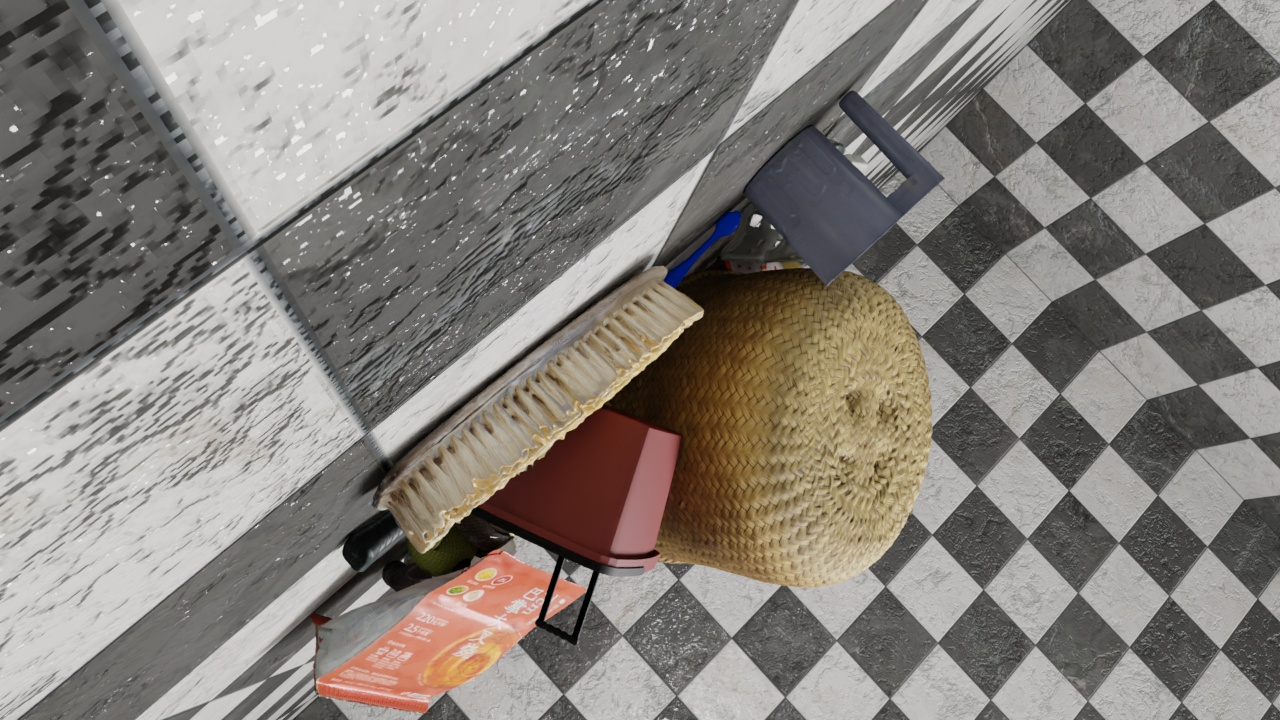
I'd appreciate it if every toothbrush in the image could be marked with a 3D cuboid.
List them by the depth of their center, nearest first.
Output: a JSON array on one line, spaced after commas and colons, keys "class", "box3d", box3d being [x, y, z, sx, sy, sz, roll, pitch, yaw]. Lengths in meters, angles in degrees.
[{"class": "toothbrush", "box3d": [0.022, -0.065, 0.804, 0.183, 0.016, 0.018, -44, -179, 18]}]

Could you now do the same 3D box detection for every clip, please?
[{"class": "clip", "box3d": [0.161, -0.134, 0.872, 0.153, 0.096, 0.125, -41, 166, 28]}]

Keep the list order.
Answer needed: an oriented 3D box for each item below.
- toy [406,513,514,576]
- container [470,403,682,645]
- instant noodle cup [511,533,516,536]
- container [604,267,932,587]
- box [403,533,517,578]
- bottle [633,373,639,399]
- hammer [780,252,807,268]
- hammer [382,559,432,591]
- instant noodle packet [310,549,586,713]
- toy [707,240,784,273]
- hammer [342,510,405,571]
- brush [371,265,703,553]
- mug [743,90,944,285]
[{"class": "toy", "box3d": [-0.156, 0.150, 0.896, 0.152, 0.078, 0.180, -40, 178, -24]}, {"class": "container", "box3d": [-0.059, 0.132, 0.728, 0.127, 0.148, 0.201, 22, 88, -68]}, {"class": "instant noodle cup", "box3d": [-0.162, 0.194, 1.274, 0.107, 0.099, 0.099, -33, 173, -22]}, {"class": "container", "box3d": [0.128, 0.060, 0.855, 0.197, 0.307, 0.306, 3, -146, 48]}, {"class": "box", "box3d": [-0.207, 0.225, 1.060, 0.143, 0.050, 0.184, -44, -155, -6]}, {"class": "bottle", "box3d": [-0.006, 0.006, 0.960, 0.061, 0.061, 0.131, -39, 175, -17]}, {"class": "hammer", "box3d": [0.145, -0.090, 1.214, 0.025, 0.118, 0.334, -38, 180, -29]}, {"class": "hammer", "box3d": [-0.153, 0.147, 1.034, 0.313, 0.035, 0.138, -46, -159, -21]}, {"class": "instant noodle packet", "box3d": [-0.180, 0.255, 0.890, 0.221, 0.084, 0.164, -29, 143, 15]}, {"class": "toy", "box3d": [0.090, -0.054, 1.025, 0.172, 0.093, 0.163, -39, 146, 10]}, {"class": "hammer", "box3d": [-0.127, 0.079, 0.790, 0.131, 0.032, 0.317, -45, 175, 41]}, {"class": "brush", "box3d": [-0.062, 0.024, 0.626, 0.270, 0.056, 0.083, -40, 176, -30]}, {"class": "mug", "box3d": [0.162, -0.140, 0.742, 0.124, 0.104, 0.083, -44, 176, 16]}]
